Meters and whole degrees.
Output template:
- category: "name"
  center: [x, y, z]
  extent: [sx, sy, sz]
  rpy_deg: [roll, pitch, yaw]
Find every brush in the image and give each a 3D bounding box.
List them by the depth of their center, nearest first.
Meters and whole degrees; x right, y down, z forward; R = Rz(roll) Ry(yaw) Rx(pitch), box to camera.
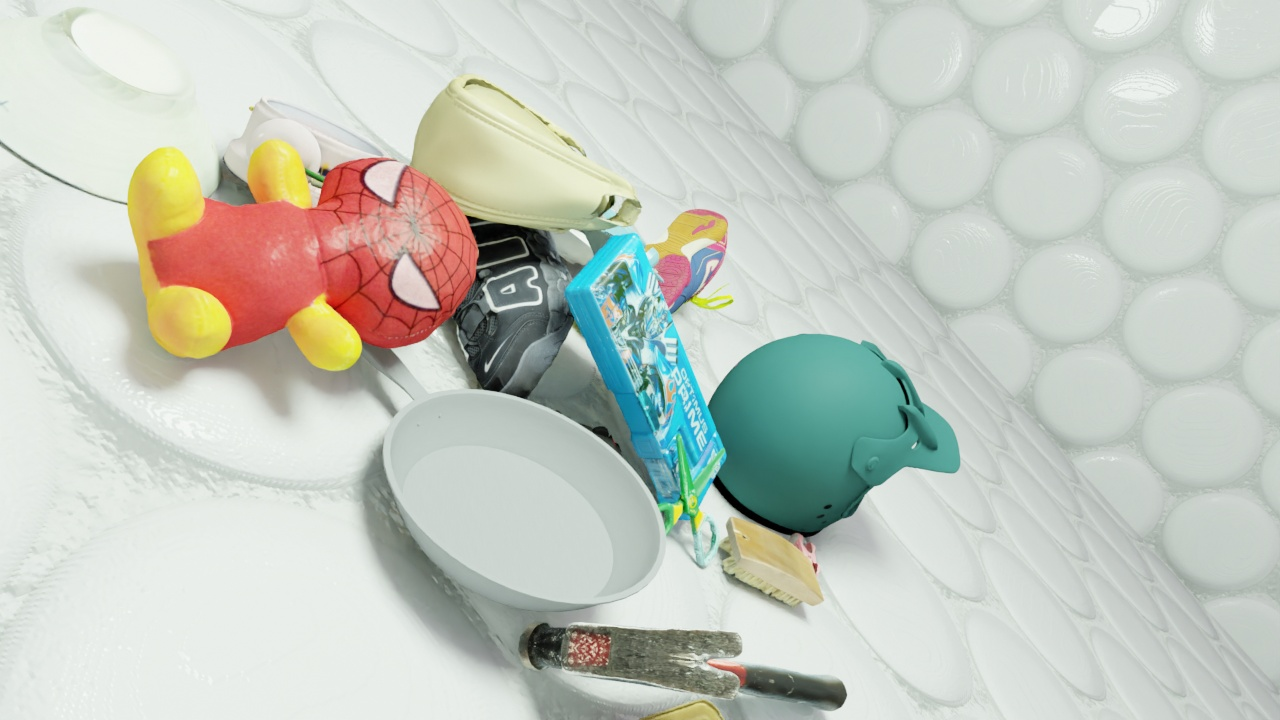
- category: "brush"
  center: [0.119, 0.189, 0.844]
  extent: [0.117, 0.039, 0.049]
  rpy_deg: [31, 27, -30]

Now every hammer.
- category: "hammer"
  center: [0.072, 0.223, 0.647]
  extent: [0.326, 0.141, 0.036]
  rpy_deg: [31, 59, -48]

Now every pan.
- category: "pan"
  center: [-0.136, 0.045, 0.634]
  extent: [0.356, 0.051, 0.200]
  rpy_deg: [37, 26, 15]

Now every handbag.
- category: "handbag"
  center: [-0.108, -0.170, 0.784]
  extent: [0.190, 0.089, 0.232]
  rpy_deg: [22, 17, -26]

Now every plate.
- category: "plate"
  center: [-0.098, -0.143, 0.986]
  extent: [0.229, 0.030, 0.229]
  rpy_deg: [38, 5, -4]

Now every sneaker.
- category: "sneaker"
  center: [-0.146, -0.077, 0.768]
  extent: [0.150, 0.097, 0.252]
  rpy_deg: [24, 31, -31]
- category: "sneaker"
  center: [0.048, -0.095, 1.121]
  extent: [0.116, 0.091, 0.241]
  rpy_deg: [19, 41, 19]

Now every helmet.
- category: "helmet"
  center: [0.203, 0.073, 0.964]
  extent: [0.274, 0.201, 0.176]
  rpy_deg: [25, 31, -39]

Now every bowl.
- category: "bowl"
  center: [-0.359, -0.187, 0.623]
  extent: [0.176, 0.058, 0.176]
  rpy_deg: [37, 25, -21]

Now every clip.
- category: "clip"
  center: [0.170, 0.203, 0.935]
  extent: [0.044, 0.023, 0.060]
  rpy_deg: [26, 25, -35]

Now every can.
- category: "can"
  center: [0.010, 0.245, 0.549]
  extent: [0.099, 0.059, 0.054]
  rpy_deg: [10, 43, -53]

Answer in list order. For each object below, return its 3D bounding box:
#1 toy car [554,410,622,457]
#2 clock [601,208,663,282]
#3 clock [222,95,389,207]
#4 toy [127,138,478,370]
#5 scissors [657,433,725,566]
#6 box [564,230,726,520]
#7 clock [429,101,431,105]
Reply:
- category: "toy car"
  center: [-0.055, 0.073, 0.746]
  extent: [0.091, 0.036, 0.042]
  rpy_deg: [21, 31, -26]
- category: "clock"
  center: [-0.018, -0.123, 1.007]
  extent: [0.123, 0.042, 0.087]
  rpy_deg: [42, 3, -33]
- category: "clock"
  center: [-0.244, -0.147, 0.691]
  extent: [0.116, 0.059, 0.158]
  rpy_deg: [20, 14, -33]
- category: "toy"
  center: [-0.203, -0.065, 0.585]
  extent: [0.215, 0.099, 0.147]
  rpy_deg: [-8, 89, -42]
- category: "scissors"
  center: [0.043, 0.125, 0.781]
  extent: [0.125, 0.011, 0.130]
  rpy_deg: [-49, 126, -30]
- category: "box"
  center: [0.013, -0.001, 0.810]
  extent: [0.170, 0.070, 0.244]
  rpy_deg: [-91, 161, -59]
- category: "clock"
  center: [-0.158, -0.271, 1.068]
  extent: [0.159, 0.061, 0.120]
  rpy_deg: [10, 31, -52]
